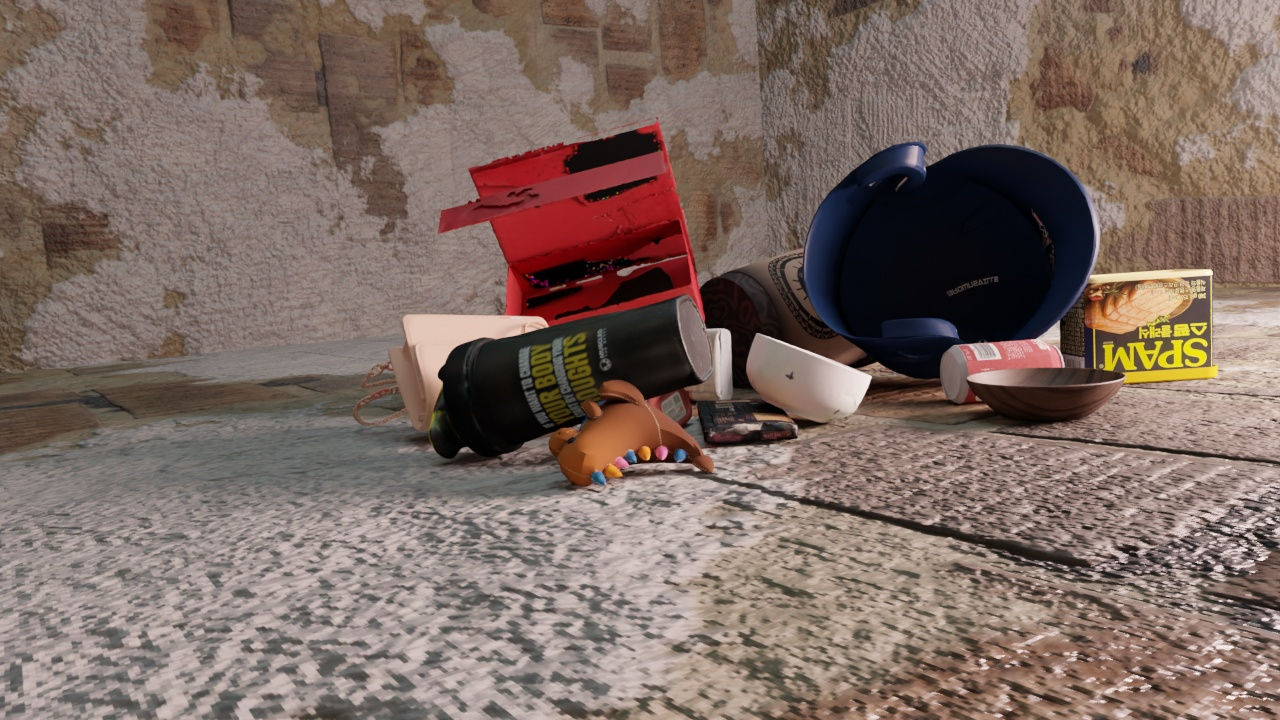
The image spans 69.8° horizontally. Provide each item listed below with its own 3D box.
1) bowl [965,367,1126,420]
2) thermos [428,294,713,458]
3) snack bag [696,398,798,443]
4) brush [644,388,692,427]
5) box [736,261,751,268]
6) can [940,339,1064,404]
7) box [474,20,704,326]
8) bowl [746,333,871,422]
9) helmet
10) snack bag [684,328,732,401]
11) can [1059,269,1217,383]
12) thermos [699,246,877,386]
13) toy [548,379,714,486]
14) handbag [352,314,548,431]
[{"bbox_3d":[0.330,0.029,0.750,0.119,0.032,0.119,-4,5,0],"label":"bowl"},{"bbox_3d":[-0.058,0.010,0.710,0.221,0.098,0.098,-17,1,20],"label":"thermos"},{"bbox_3d":[0.088,0.049,0.783,0.074,0.018,0.155,-3,6,2],"label":"snack bag"},{"bbox_3d":[0.003,0.051,0.761,0.030,0.041,0.172,-20,1,22],"label":"brush"},{"bbox_3d":[0.153,-0.064,1.254,0.054,0.078,0.187,20,-18,23],"label":"box"},{"bbox_3d":[0.329,0.010,0.837,0.096,0.054,0.054,-4,6,-4],"label":"can"},{"bbox_3d":[-0.064,-0.190,1.052,0.212,0.409,0.107,-13,-25,7],"label":"box"},{"bbox_3d":[0.139,0.018,0.787,0.105,0.054,0.105,21,3,-2],"label":"bowl"},{"bbox_3d":[0.329,-0.096,0.943,0.222,0.232,0.273,15,-27,-42],"label":"helmet"},{"bbox_3d":[-0.006,0.006,1.002,0.226,0.077,0.041,0,2,34],"label":"snack bag"},{"bbox_3d":[0.492,-0.034,0.915,0.135,0.104,0.075,-4,6,1],"label":"can"},{"bbox_3d":[0.189,-0.056,1.104,0.225,0.173,0.173,-15,11,-33],"label":"thermos"},{"bbox_3d":[-0.006,0.064,0.625,0.103,0.071,0.090,23,31,23],"label":"toy"},{"bbox_3d":[-0.157,0.050,0.892,0.198,0.116,0.188,-2,-38,-34],"label":"handbag"}]
